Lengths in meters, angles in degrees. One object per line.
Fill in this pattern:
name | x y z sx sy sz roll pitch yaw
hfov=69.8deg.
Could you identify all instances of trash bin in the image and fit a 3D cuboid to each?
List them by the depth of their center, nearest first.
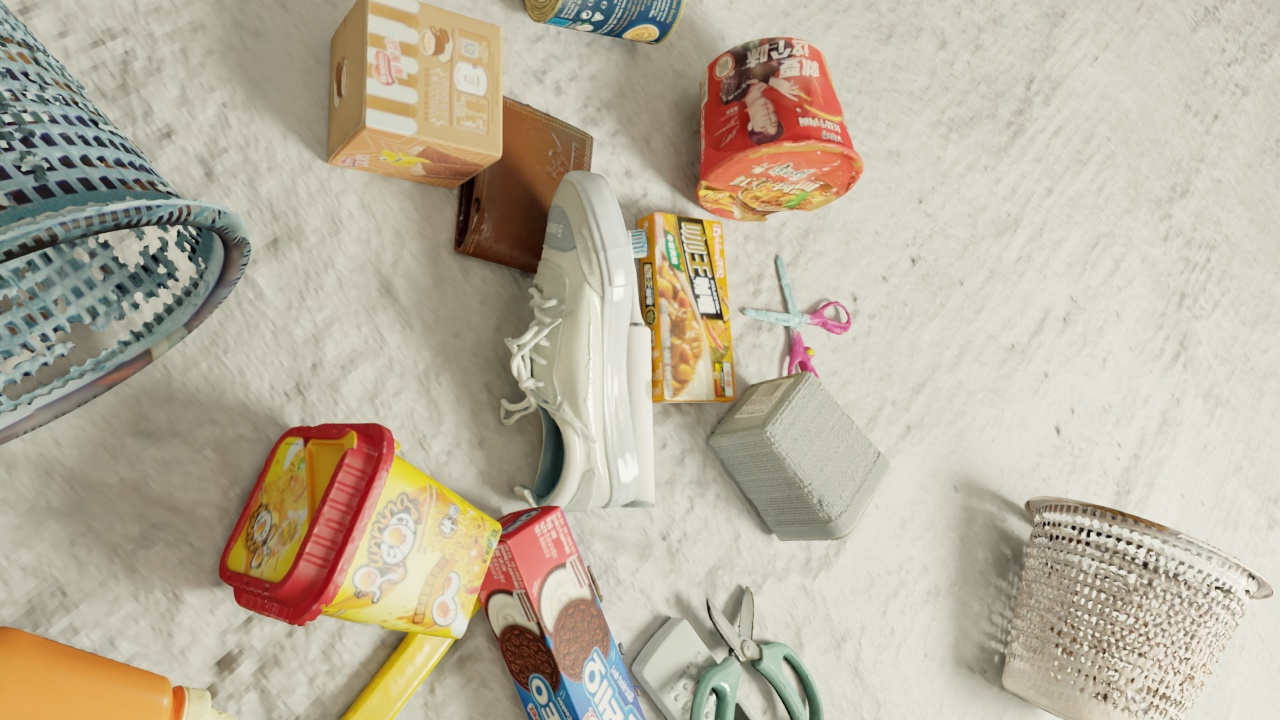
trash bin | -0.329 -0.079 0.410 0.225 0.227 0.195 -34 89 -34
trash bin | 0.463 0.266 0.902 0.227 0.228 0.192 31 78 -27

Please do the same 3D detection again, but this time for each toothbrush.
toothbrush | -0.004 0.004 0.718 0.026 0.027 0.221 -2 81 7

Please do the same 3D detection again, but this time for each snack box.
snack box | -0.151 -0.177 0.614 0.094 0.077 0.092 5 80 -35
snack box | -0.051 0.205 0.626 0.058 0.057 0.207 -28 100 -50
snack box | 0.038 -0.041 0.755 0.075 0.026 0.153 1 82 -35

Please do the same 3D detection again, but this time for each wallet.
wallet | -0.082 -0.126 0.683 0.101 0.032 0.124 13 77 -36

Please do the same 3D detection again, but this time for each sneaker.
sneaker | -0.058 -0.008 0.640 0.090 0.089 0.242 -8 102 -24

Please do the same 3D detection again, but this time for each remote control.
remote control | 0.053 0.273 0.717 0.058 0.021 0.150 -44 107 -32

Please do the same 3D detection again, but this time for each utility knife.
utility knife | -0.170 0.218 0.574 0.033 0.015 0.230 51 57 -18

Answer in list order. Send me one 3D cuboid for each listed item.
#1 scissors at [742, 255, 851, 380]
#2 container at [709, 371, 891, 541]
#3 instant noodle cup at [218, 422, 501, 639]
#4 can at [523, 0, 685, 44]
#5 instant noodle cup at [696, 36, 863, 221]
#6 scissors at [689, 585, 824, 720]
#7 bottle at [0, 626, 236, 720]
scissors | 0.148 -0.033 0.838 0.136 0.017 0.133 -12 86 -33
container | 0.129 0.078 0.763 0.114 0.090 0.090 51 58 -14
instant noodle cup | -0.161 0.109 0.548 0.123 0.116 0.116 36 63 -38
can | -0.030 -0.295 0.719 0.111 0.075 0.075 -3 84 -35
instant noodle cup | 0.109 -0.195 0.768 0.137 0.138 0.108 5 71 -34
scissors | 0.093 0.274 0.724 0.170 0.019 0.174 45 42 -25
bottle | -0.285 0.183 0.477 0.149 0.067 0.066 28 67 -36
